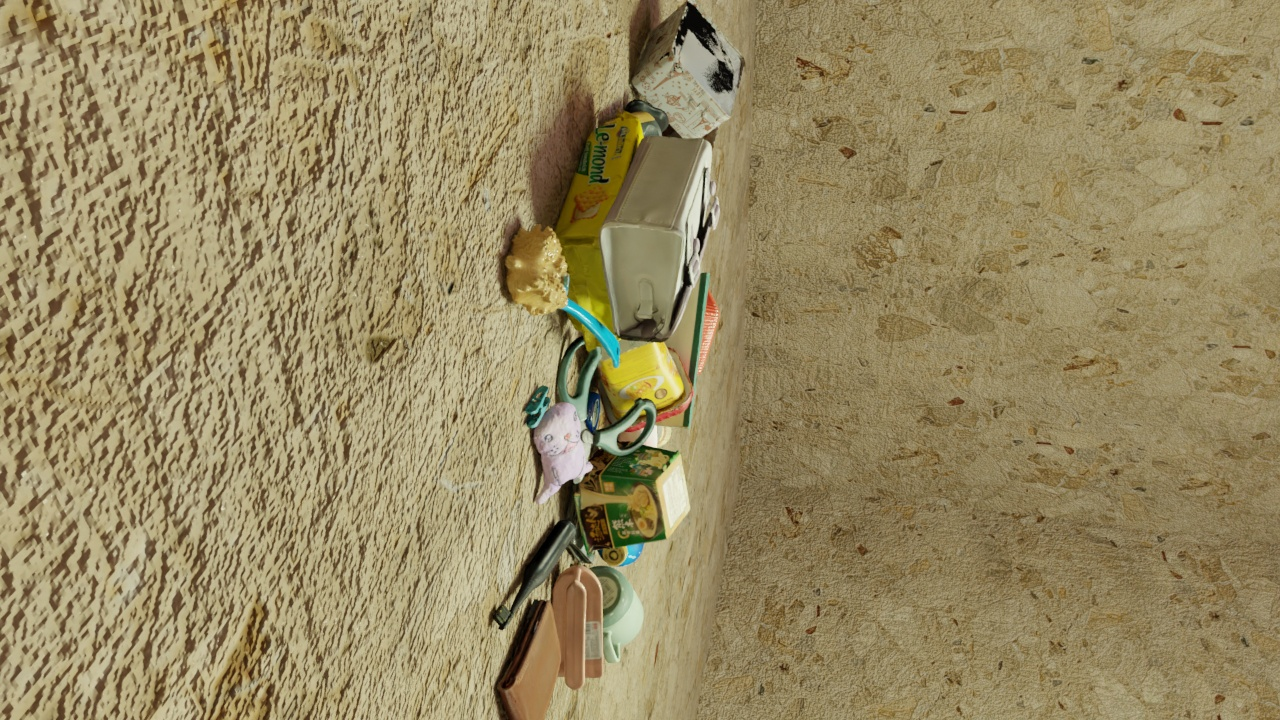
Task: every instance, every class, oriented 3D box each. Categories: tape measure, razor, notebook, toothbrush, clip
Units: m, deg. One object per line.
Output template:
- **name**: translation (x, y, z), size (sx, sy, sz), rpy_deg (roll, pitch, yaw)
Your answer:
- **tape measure**: translation (-0.066, 0.065, 1.120), size (0.058, 0.025, 0.054), rpy_deg (89, 10, -46)
- **razor**: translation (-0.013, -0.299, 1.170), size (0.067, 0.062, 0.167), rpy_deg (63, 24, -7)
- **notebook**: translation (0.021, -0.015, 1.249), size (0.012, 0.151, 0.209), rpy_deg (14, 81, -48)
- **toothbrush**: translation (-0.111, 0.223, 0.969), size (0.027, 0.026, 0.212), rpy_deg (58, 19, -6)
- **clip**: translation (-0.105, 0.047, 0.939), size (0.056, 0.014, 0.045), rpy_deg (-66, 157, -56)

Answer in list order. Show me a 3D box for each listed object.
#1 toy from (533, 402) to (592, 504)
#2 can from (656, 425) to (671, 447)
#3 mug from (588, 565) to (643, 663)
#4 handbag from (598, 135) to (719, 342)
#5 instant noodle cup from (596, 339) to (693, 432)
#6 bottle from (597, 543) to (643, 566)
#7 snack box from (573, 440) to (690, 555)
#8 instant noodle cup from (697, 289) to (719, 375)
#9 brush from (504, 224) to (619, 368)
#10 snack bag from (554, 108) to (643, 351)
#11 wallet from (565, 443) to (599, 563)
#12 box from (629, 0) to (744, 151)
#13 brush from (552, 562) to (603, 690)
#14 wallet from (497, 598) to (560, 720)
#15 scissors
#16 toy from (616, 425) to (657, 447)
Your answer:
- **toy**: translation (-0.088, 0.094, 0.979), size (0.083, 0.039, 0.108), rpy_deg (-35, 135, -38)
- **can**: translation (0.014, 0.111, 1.464), size (0.116, 0.058, 0.058), rpy_deg (25, 70, -78)
- **mug**: translation (-0.043, 0.330, 1.185), size (0.106, 0.082, 0.111), rpy_deg (72, 10, -58)
- **handbag**: translation (0.025, -0.132, 0.975), size (0.196, 0.098, 0.145), rpy_deg (-71, 166, -48)
- **instant noodle cup**: translation (-0.007, 0.007, 1.150), size (0.116, 0.116, 0.124), rpy_deg (-110, 179, -46)
- **bottle**: translation (-0.025, 0.240, 1.242), size (0.218, 0.065, 0.065), rpy_deg (15, 81, -87)
- **snack box**: translation (-0.005, 0.165, 1.107), size (0.118, 0.106, 0.117), rpy_deg (-39, 123, -57)
- **instant noodle cup**: translation (0.055, -0.053, 1.343), size (0.188, 0.079, 0.165), rpy_deg (-108, -151, -53)
- **brush**: translation (-0.066, -0.051, 0.918), size (0.254, 0.046, 0.083), rpy_deg (48, 40, -59)
- **snack bag**: translation (-0.039, -0.153, 1.040), size (0.158, 0.068, 0.245), rpy_deg (80, 20, -50)
- **wallet**: translation (-0.063, 0.181, 1.158), size (0.107, 0.037, 0.129), rpy_deg (75, 23, -63)
- **box**: translation (0.041, -0.382, 1.329), size (0.157, 0.198, 0.180), rpy_deg (39, 44, -25)
- **brush**: translation (-0.075, 0.312, 1.092), size (0.073, 0.063, 0.146), rpy_deg (-83, 175, -75)
- **wallet**: translation (-0.117, 0.331, 0.977), size (0.124, 0.032, 0.101), rpy_deg (-70, 159, -55)
- **scissors**: translation (-0.039, 0.062, 1.068), size (0.181, 0.019, 0.170), rpy_deg (14, 78, -43)
- **toy**: translation (-0.010, 0.121, 1.328), size (0.121, 0.054, 0.160), rpy_deg (-114, -153, -55)
